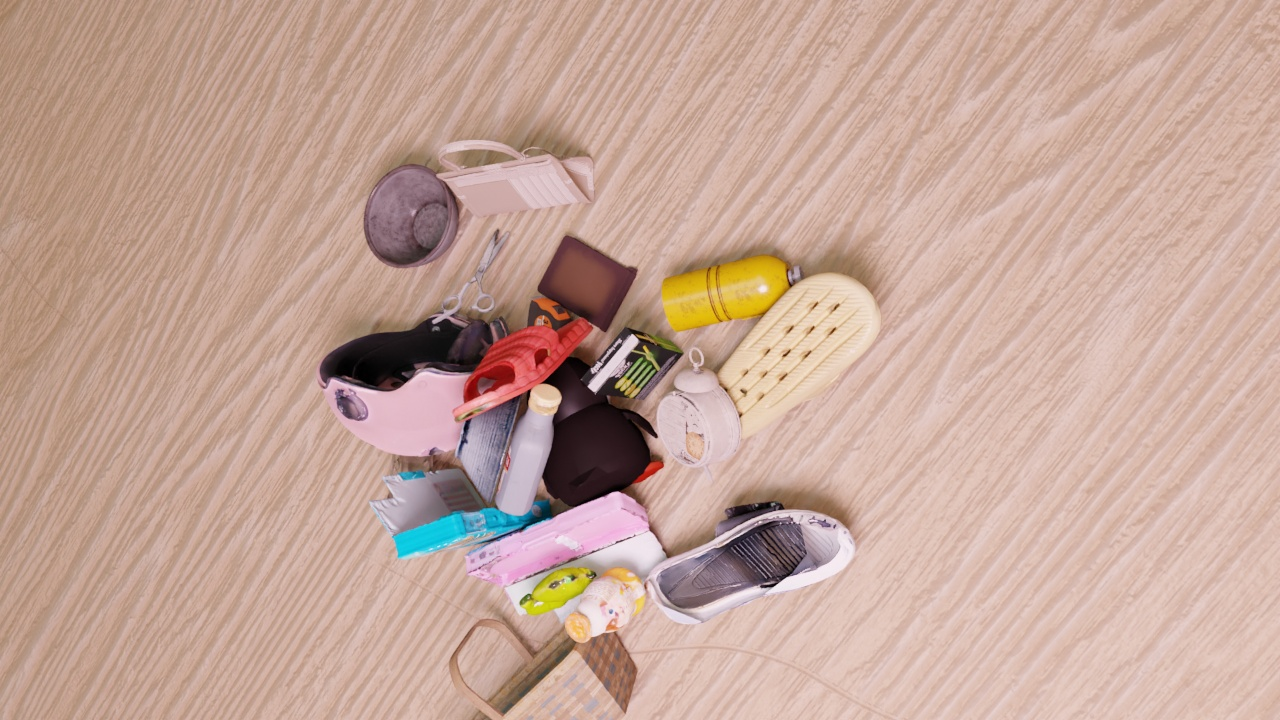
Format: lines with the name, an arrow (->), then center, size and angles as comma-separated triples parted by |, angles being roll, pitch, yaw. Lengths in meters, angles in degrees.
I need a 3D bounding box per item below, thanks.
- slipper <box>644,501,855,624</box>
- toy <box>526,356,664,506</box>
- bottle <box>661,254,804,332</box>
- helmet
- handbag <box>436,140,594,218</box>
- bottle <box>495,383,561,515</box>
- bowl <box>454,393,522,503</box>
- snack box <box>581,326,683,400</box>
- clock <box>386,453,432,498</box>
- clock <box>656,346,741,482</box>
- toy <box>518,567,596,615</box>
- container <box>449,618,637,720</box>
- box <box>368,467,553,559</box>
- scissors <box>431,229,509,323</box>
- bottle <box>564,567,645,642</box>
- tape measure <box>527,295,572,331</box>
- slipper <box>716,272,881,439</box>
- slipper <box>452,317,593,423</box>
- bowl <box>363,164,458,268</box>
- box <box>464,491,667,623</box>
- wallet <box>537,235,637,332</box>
slipper -> 0.122, 0.228, 1.069 | 0.264, 0.063, 0.111 | -33, 105, 28
toy -> -0.078, 0.079, 1.128 | 0.159, 0.140, 0.184 | -33, 73, 17
bottle -> 0.115, -0.084, 1.103 | 0.164, 0.071, 0.071 | -12, 81, 21
helmet -> -0.285, 0.035, 1.192 | 0.256, 0.229, 0.153 | 0, 117, 16
handbag -> -0.180, -0.241, 1.169 | 0.176, 0.197, 0.062 | -4, 83, 22
bottle -> -0.128, 0.100, 1.065 | 0.046, 0.072, 0.162 | 15, 122, -8
bowl -> -0.186, 0.096, 1.087 | 0.057, 0.137, 0.137 | 16, 92, -7
snack box -> -0.007, 0.006, 1.102 | 0.025, 0.147, 0.080 | 45, 102, 20
clock -> -0.315, 0.169, 1.261 | 0.093, 0.054, 0.141 | -115, 38, -51
clock -> 0.062, 0.058, 1.080 | 0.103, 0.061, 0.157 | 25, 126, 46
toy -> -0.100, 0.279, 1.108 | 0.094, 0.094, 0.036 | -14, 61, -17
container -> -0.146, 0.400, 1.112 | 0.186, 0.157, 0.250 | 44, 103, -1
box -> -0.229, 0.194, 1.135 | 0.170, 0.227, 0.085 | 15, 92, 22
scissors -> -0.227, -0.114, 1.234 | 0.118, 0.014, 0.161 | -12, 55, 2
bottle -> -0.042, 0.287, 1.071 | 0.063, 0.108, 0.063 | 10, 109, 31
tape measure -> -0.118, -0.050, 1.211 | 0.059, 0.038, 0.058 | 18, 111, 30
slipper -> 0.177, -0.004, 1.069 | 0.262, 0.079, 0.111 | -45, 69, 33
slipper -> -0.138, -0.006, 1.074 | 0.104, 0.248, 0.059 | -24, 102, 35
bowl -> -0.310, -0.196, 1.290 | 0.145, 0.067, 0.145 | -2, 84, 22
box -> -0.085, 0.247, 1.148 | 0.231, 0.160, 0.062 | -25, 33, 19
wallet -> -0.070, -0.104, 1.212 | 0.115, 0.018, 0.091 | 31, 98, 19
